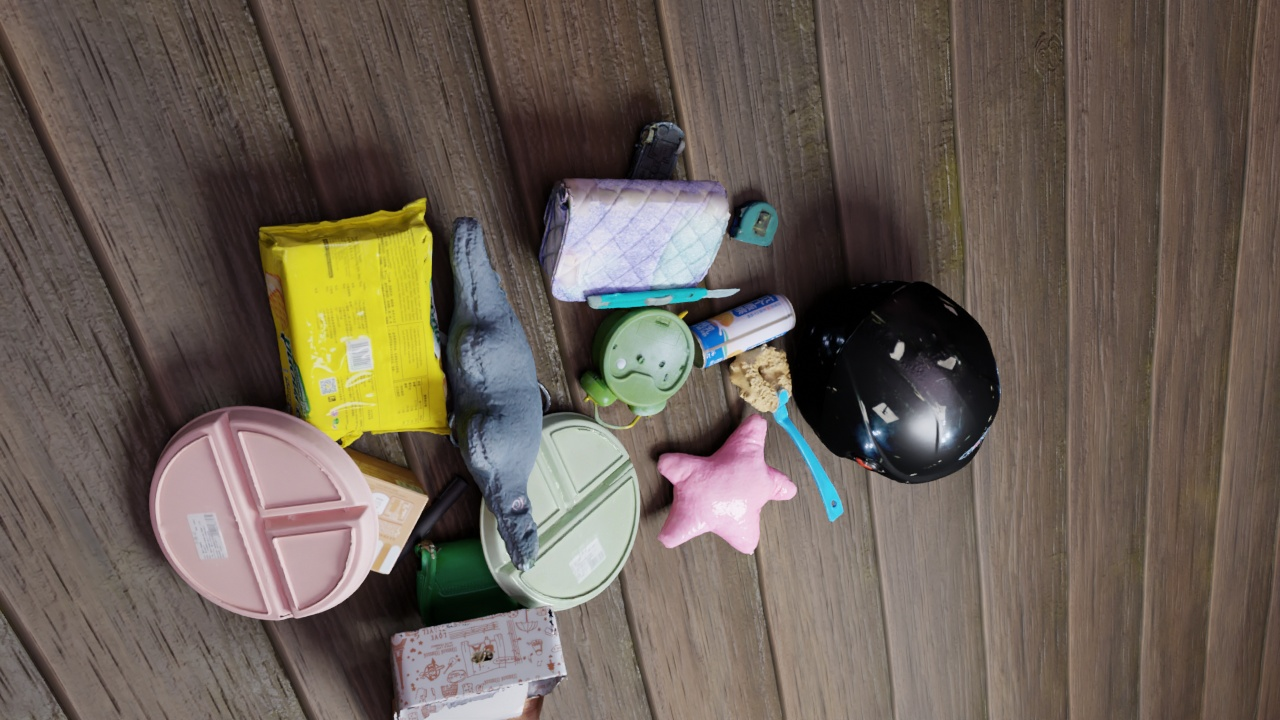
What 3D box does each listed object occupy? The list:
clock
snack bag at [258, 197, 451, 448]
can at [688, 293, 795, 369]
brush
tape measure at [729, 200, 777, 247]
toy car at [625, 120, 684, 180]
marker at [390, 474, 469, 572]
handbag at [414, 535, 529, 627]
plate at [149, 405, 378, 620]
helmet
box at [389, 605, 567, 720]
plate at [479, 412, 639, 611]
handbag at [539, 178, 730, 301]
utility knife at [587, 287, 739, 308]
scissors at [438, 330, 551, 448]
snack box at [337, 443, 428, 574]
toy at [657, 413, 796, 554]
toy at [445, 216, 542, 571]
[{"bbox_3d":[-0.006,0.006,1.069,0.116,0.056,0.161,16,99,-30],"label":"clock"},{"bbox_3d":[-0.271,-0.027,0.890,0.157,0.068,0.247,-11,112,-22],"label":"snack bag"},{"bbox_3d":[0.121,-0.037,1.120,0.134,0.053,0.053,-22,116,-19],"label":"can"},{"bbox_3d":[0.192,0.089,1.159,0.083,0.046,0.254,-32,95,-32],"label":"brush"},{"bbox_3d":[0.139,-0.165,1.102,0.058,0.025,0.054,8,105,-30],"label":"tape measure"},{"bbox_3d":[0.011,-0.215,1.014,0.049,0.031,0.106,12,112,-32],"label":"toy car"},{"bbox_3d":[-0.243,0.183,1.030,0.132,0.020,0.022,-48,132,-5],"label":"marker"},{"bbox_3d":[-0.189,0.244,1.041,0.131,0.068,0.120,-10,117,-15],"label":"handbag"},{"bbox_3d":[-0.368,0.155,0.886,0.229,0.028,0.230,2,109,6],"label":"plate"},{"bbox_3d":[0.329,0.025,1.147,0.274,0.230,0.233,43,84,7],"label":"helmet"},{"bbox_3d":[-0.193,0.368,1.043,0.177,0.088,0.263,-6,151,-18],"label":"box"},{"bbox_3d":[-0.083,0.174,1.055,0.229,0.028,0.230,1,89,-43],"label":"plate"},{"bbox_3d":[-0.011,-0.135,0.990,0.193,0.075,0.134,-5,139,-27],"label":"handbag"},{"bbox_3d":[0.027,-0.070,1.022,0.192,0.029,0.013,-7,67,-25],"label":"utility knife"},{"bbox_3d":[-0.176,0.018,1.014,0.177,0.014,0.159,43,83,-28],"label":"scissors"},{"bbox_3d":[-0.292,0.155,0.962,0.092,0.077,0.094,27,93,-32],"label":"snack box"},{"bbox_3d":[0.105,0.177,1.171,0.194,0.075,0.178,-25,103,-14],"label":"toy"},{"bbox_3d":[-0.149,0.035,0.941,0.091,0.138,0.356,-9,95,-5],"label":"toy"}]
